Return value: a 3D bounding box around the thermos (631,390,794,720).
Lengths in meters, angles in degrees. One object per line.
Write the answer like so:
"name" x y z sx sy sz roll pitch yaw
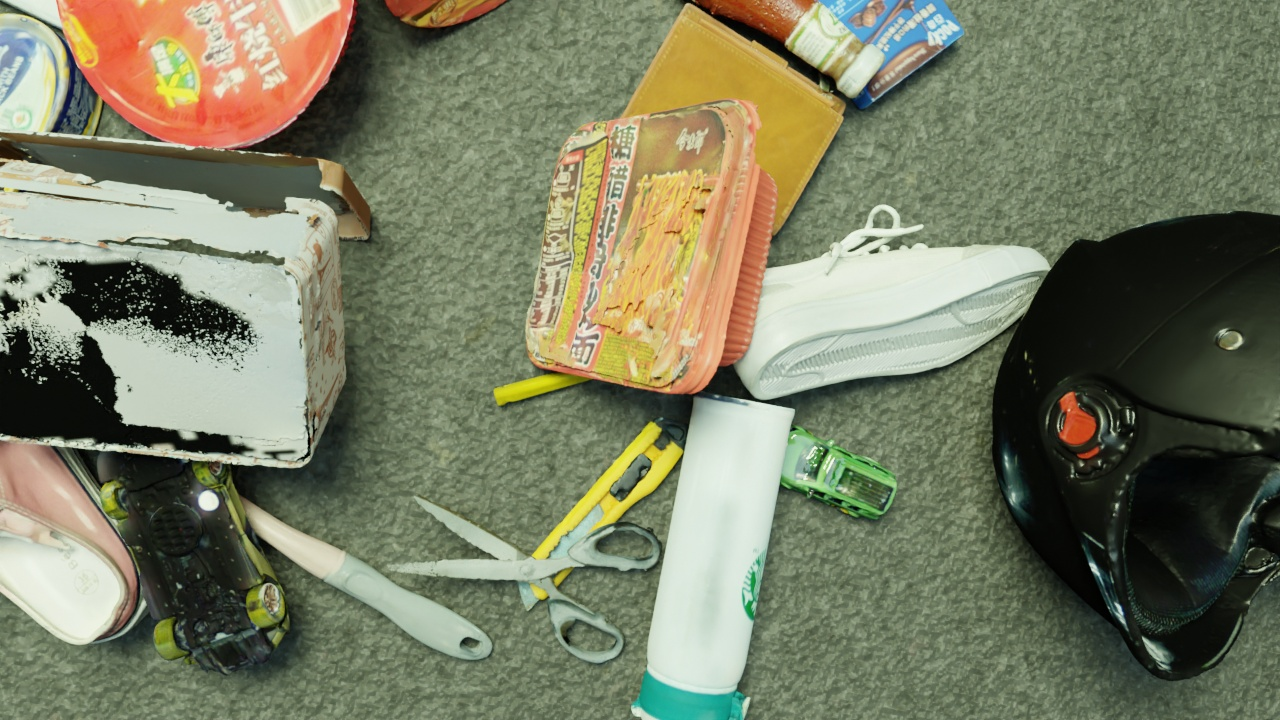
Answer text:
"thermos" 0.049 0.135 0.594 0.073 0.073 0.224 11 89 -8

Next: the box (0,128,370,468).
"box" -0.255 -0.061 0.516 0.182 0.180 0.154 7 123 -6

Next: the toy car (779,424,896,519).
"toy car" 0.130 0.077 0.623 0.091 0.036 0.043 23 88 -3

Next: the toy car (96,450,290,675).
"toy car" -0.256 0.106 0.531 0.070 0.042 0.158 -19 96 3

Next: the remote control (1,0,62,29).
"remote control" -0.382 -0.246 0.561 0.136 0.020 0.056 25 85 -7

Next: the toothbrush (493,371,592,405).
"toothbrush" -0.004 0.004 0.614 0.190 0.016 0.016 -14 98 -8

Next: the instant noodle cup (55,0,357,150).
"instant noodle cup" -0.239 -0.220 0.538 0.194 0.065 0.194 2 99 13

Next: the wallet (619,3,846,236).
"wallet" 0.065 -0.167 0.614 0.130 0.035 0.119 30 86 -8

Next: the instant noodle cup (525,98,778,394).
"instant noodle cup" 0.012 -0.064 0.552 0.079 0.189 0.164 13 89 -37

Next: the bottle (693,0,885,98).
"bottle" 0.069 -0.247 0.595 0.206 0.060 0.059 38 85 0

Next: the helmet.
"helmet" 0.330 0.041 0.556 0.233 0.230 0.275 28 92 -31

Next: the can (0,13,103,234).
"can" -0.382 -0.131 0.546 0.074 0.049 0.148 26 87 -6

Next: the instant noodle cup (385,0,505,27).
"instant noodle cup" -0.121 -0.287 0.544 0.138 0.138 0.108 -34 86 -7

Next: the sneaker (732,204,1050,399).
"sneaker" 0.156 -0.045 0.609 0.241 0.090 0.090 -13 54 -21

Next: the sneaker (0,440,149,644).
"sneaker" -0.378 0.066 0.518 0.118 0.088 0.241 -44 86 -7

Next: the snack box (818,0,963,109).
"snack box" 0.142 -0.262 0.629 0.084 0.026 0.157 -37 95 -6

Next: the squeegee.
"squeegee" -0.199 0.122 0.576 0.249 0.040 0.247 34 85 -7

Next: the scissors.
"scissors" -0.065 0.135 0.588 0.159 0.014 0.175 -27 107 -11

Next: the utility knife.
"utility knife" -0.025 0.100 0.611 0.033 0.015 0.164 42 85 -3
